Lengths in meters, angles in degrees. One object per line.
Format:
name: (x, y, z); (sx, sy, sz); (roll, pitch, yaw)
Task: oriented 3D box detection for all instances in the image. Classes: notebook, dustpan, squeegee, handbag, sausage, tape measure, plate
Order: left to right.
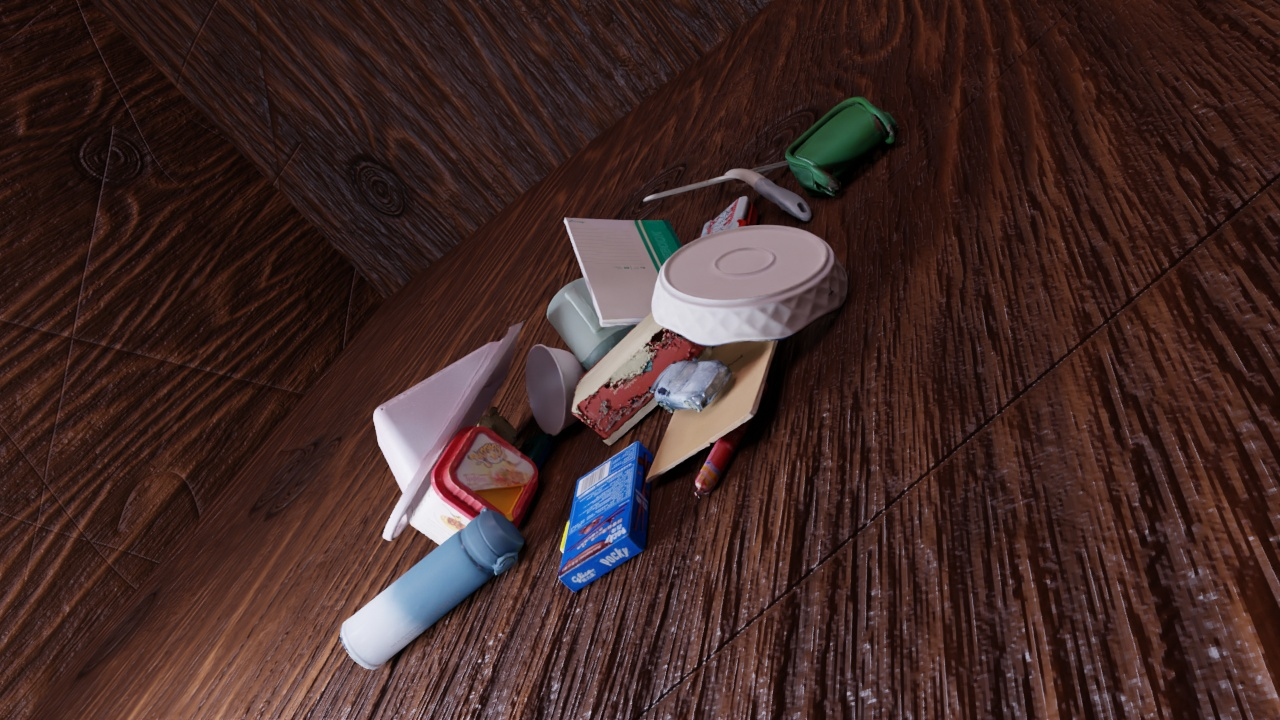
dustpan: (-0.233, 0.099, 1.163); (0.273, 0.139, 0.223); (-30, -9, -17)
tape measure: (-0.138, 0.118, 1.157); (0.055, 0.025, 0.058); (-23, 30, 47)
notebook: (-0.003, -0.117, 1.159); (0.209, 0.150, 0.012); (-112, 27, -43)
notebook: (0.081, 0.025, 0.926); (0.148, 0.008, 0.207); (-37, 16, 36)
sausage: (0.086, 0.067, 0.850); (0.020, 0.020, 0.155); (-19, 29, 48)
plate: (0.111, -0.086, 0.958); (0.205, 0.046, 0.204); (-10, 32, 6)
squeegee: (0.160, -0.235, 1.250); (0.246, 0.039, 0.246); (-17, 28, -17)
handbag: (0.261, -0.271, 1.186); (0.131, 0.068, 0.120); (-39, 27, 4)

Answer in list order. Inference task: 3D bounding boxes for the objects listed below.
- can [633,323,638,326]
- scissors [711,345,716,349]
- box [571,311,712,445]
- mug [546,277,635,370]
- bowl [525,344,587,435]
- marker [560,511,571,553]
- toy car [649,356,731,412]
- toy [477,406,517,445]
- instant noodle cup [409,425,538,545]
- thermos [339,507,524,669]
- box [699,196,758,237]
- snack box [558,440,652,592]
can: (0.010, -0.074, 1.216); (0.075, 0.075, 0.111); (-42, 18, -1)
scissors: (0.142, -0.083, 1.067); (0.174, 0.019, 0.177); (-36, 19, 22)
box: (-0.006, 0.006, 1.042); (0.169, 0.079, 0.091); (-43, 18, 18)
mug: (-0.059, -0.045, 1.141); (0.082, 0.106, 0.112); (-36, -25, -4)
bowl: (-0.095, 0.033, 1.180); (0.064, 0.118, 0.118); (-11, 3, -30)
marker: (-0.065, 0.160, 0.949); (0.018, 0.015, 0.124); (-34, 17, 19)
toy car: (0.049, 0.023, 0.936); (0.054, 0.037, 0.121); (-50, 16, -15)
toy: (-0.204, 0.126, 1.234); (0.157, 0.066, 0.105); (-90, 9, -61)
instant noodle cup: (-0.201, 0.160, 1.082); (0.124, 0.116, 0.116); (-43, 15, 38)
thermos: (-0.223, 0.246, 0.993); (0.220, 0.070, 0.070); (-39, 19, 8)
box: (0.109, -0.156, 1.245); (0.087, 0.048, 0.200); (-30, 23, 30)
snack box: (-0.031, 0.147, 0.889); (0.085, 0.026, 0.156); (-35, 20, 20)
